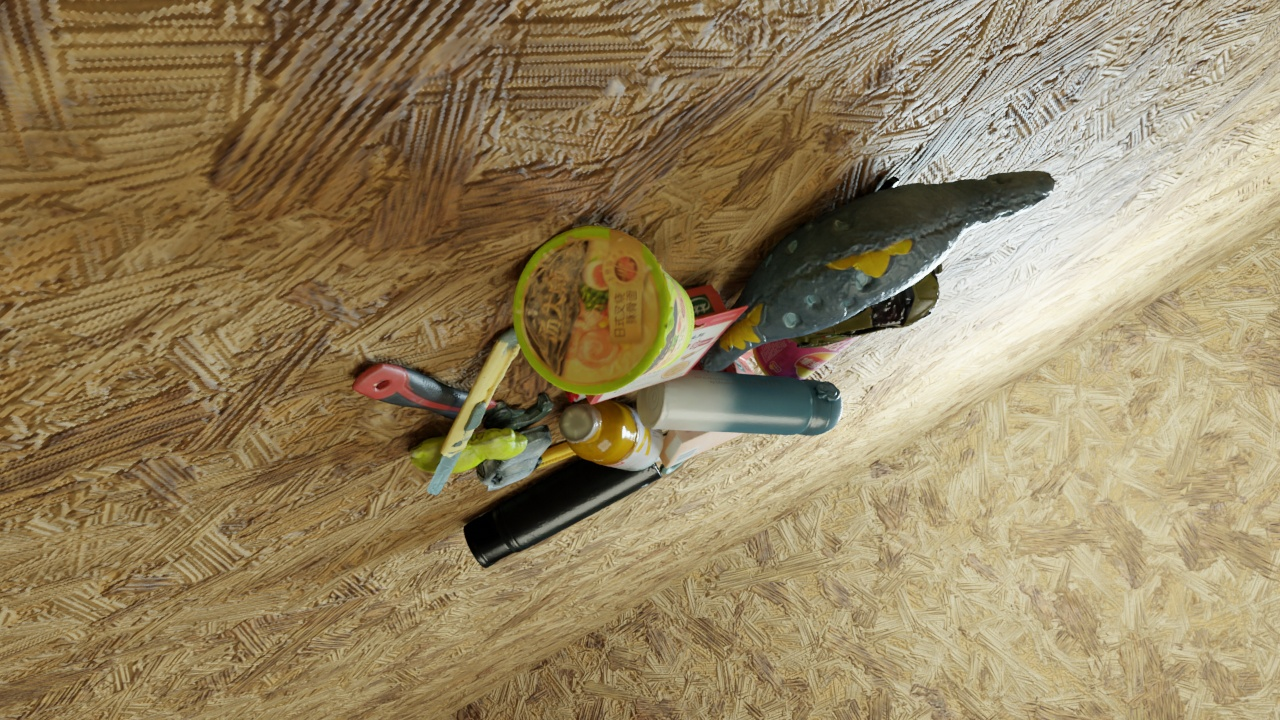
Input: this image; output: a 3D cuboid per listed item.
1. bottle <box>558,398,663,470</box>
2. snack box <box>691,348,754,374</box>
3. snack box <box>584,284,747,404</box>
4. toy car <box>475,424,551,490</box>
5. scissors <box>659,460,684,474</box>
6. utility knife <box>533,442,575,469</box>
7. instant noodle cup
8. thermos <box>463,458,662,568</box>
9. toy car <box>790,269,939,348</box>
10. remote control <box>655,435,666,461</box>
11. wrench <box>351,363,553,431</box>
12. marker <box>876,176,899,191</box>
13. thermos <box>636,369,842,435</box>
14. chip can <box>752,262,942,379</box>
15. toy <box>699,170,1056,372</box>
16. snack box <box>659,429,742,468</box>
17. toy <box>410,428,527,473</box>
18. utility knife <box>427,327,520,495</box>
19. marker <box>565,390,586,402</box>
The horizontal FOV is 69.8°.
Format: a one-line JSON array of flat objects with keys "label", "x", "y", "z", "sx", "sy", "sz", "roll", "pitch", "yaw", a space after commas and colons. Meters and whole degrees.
[{"label": "bottle", "x": -0.032, "y": 0.076, "z": 0.960, "sx": 0.068, "sy": 0.068, "sz": 0.189, "roll": -33, "pitch": 161, "yaw": 11}, {"label": "snack box", "x": 0.082, "y": 0.029, "z": 1.036, "sx": 0.127, "sy": 0.044, "sz": 0.113, "roll": -34, "pitch": 161, "yaw": 13}, {"label": "snack box", "x": 0.014, "y": -0.020, "z": 0.810, "sx": 0.113, "sy": 0.044, "sz": 0.127, "roll": -16, "pitch": 159, "yaw": -33}, {"label": "toy car", "x": -0.126, "y": 0.099, "z": 0.920, "sx": 0.054, "sy": 0.036, "sz": 0.121, "roll": -17, "pitch": 163, "yaw": -32}, {"label": "scissors", "x": 0.097, "y": 0.082, "z": 1.185, "sx": 0.169, "sy": 0.019, "sz": 0.172, "roll": -29, "pitch": 163, "yaw": -42}, {"label": "utility knife", "x": -0.039, "y": 0.089, "z": 1.063, "sx": 0.215, "sy": 0.015, "sz": 0.033, "roll": -18, "pitch": 161, "yaw": -31}, {"label": "instant noodle cup", "x": -0.014, "y": -0.032, "z": 0.660, "sx": 0.112, "sy": 0.111, "sz": 0.123, "roll": -34, "pitch": 169, "yaw": 16}, {"label": "thermos", "x": -0.097, "y": 0.166, "z": 1.126, "sx": 0.242, "sy": 0.068, "sz": 0.090, "roll": -28, "pitch": -166, "yaw": 1}, {"label": "toy car", "x": 0.213, "y": -0.057, "z": 0.902, "sx": 0.158, "sy": 0.070, "sz": 0.042, "roll": -16, "pitch": -161, "yaw": 27}, {"label": "remote control", "x": 0.074, "y": 0.103, "z": 1.256, "sx": 0.135, "sy": 0.020, "sz": 0.056, "roll": -18, "pitch": 158, "yaw": -28}, {"label": "wrench", "x": -0.148, "y": 0.034, "z": 0.762, "sx": 0.056, "sy": 0.016, "sz": 0.273, "roll": -37, "pitch": 161, "yaw": 12}, {"label": "marker", "x": 0.204, "y": -0.127, "z": 0.854, "sx": 0.018, "sy": 0.015, "sz": 0.124, "roll": -16, "pitch": 156, "yaw": -30}, {"label": "thermos", "x": 0.107, "y": 0.043, "z": 0.951, "sx": 0.220, "sy": 0.070, "sz": 0.070, "roll": 4, "pitch": 148, "yaw": -24}, {"label": "chip can", "x": 0.215, "y": -0.054, "z": 0.971, "sx": 0.071, "sy": 0.071, "sz": 0.211, "roll": -7, "pitch": 151, "yaw": -49}, {"label": "toy", "x": 0.189, "y": -0.085, "z": 0.811, "sx": 0.357, "sy": 0.091, "sz": 0.137, "roll": -28, "pitch": 162, "yaw": 18}, {"label": "snack box", "x": 0.099, "y": 0.072, "z": 1.060, "sx": 0.157, "sy": 0.026, "sz": 0.085, "roll": -22, "pitch": 161, "yaw": -21}, {"label": "toy", "x": -0.156, "y": 0.082, "z": 0.823, "sx": 0.100, "sy": 0.031, "sz": 0.096, "roll": -16, "pitch": 162, "yaw": 11}, {"label": "utility knife", "x": -0.140, "y": 0.045, "z": 0.754, "sx": 0.030, "sy": 0.021, "sz": 0.205, "roll": -7, "pitch": 144, "yaw": -45}, {"label": "marker", "x": -0.005, "y": 0.005, "z": 0.893, "sx": 0.145, "sy": 0.017, "sz": 0.017, "roll": -25, "pitch": 161, "yaw": -13}]
